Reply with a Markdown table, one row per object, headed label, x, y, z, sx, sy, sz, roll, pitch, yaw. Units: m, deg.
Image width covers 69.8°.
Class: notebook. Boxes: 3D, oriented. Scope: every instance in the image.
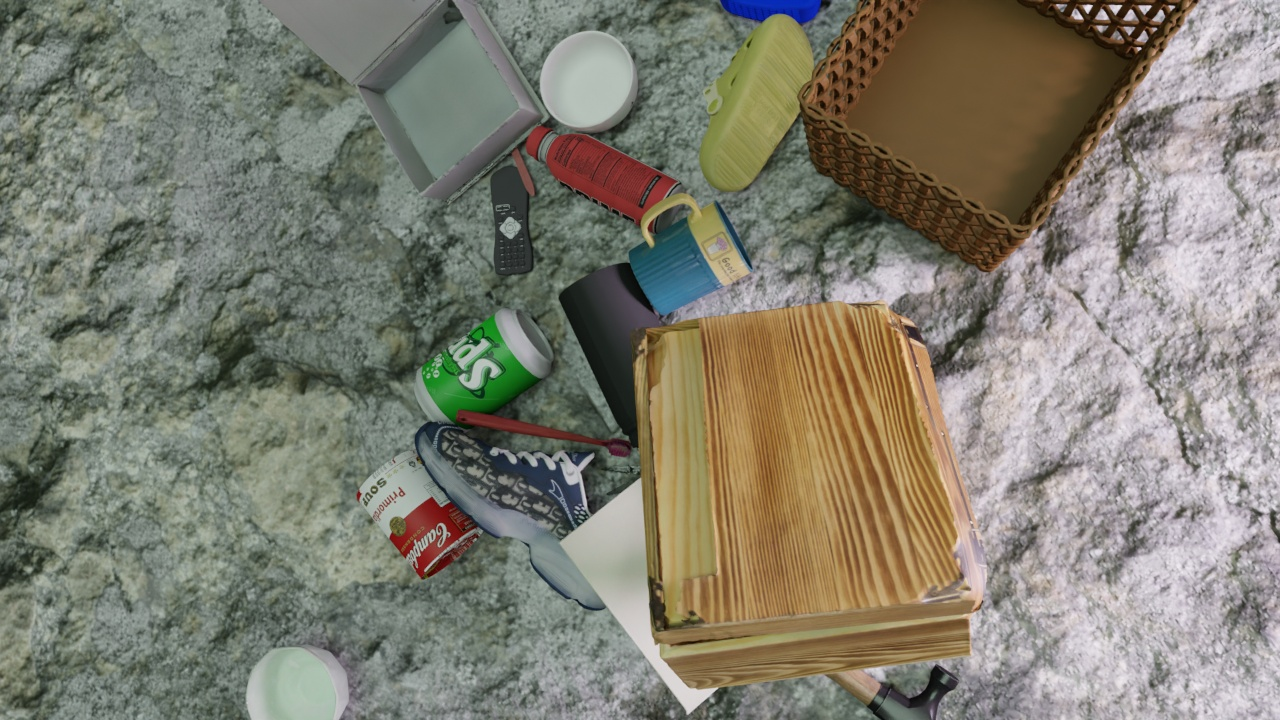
| label | x | y | z | sx | sy | sz | roll | pitch | yaw |
| --- | --- | --- | --- | --- | --- | --- | --- | --- | --- |
| notebook | 0.040 | 0.219 | 0.922 | 0.153 | 0.012 | 0.208 | -37 | 81 | -12 |

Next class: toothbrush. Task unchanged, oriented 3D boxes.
| label | x | y | z | sx | sy | sz | roll | pitch | yaw |
| --- | --- | --- | --- | --- | --- | --- | --- | --- | --- |
| toothbrush | -0.102 | 0.078 | 0.978 | 0.190 | 0.016 | 0.016 | 12 | 112 | -10 |
| toothbrush | -0.154 | -0.268 | 1.037 | 0.015 | 0.015 | 0.184 | -24 | 81 | 12 |

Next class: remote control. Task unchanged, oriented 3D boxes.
| label | x | y | z | sx | sy | sz | roll | pitch | yaw |
| --- | --- | --- | --- | --- | --- | --- | --- | --- | --- |
| remote control | -0.147 | -0.159 | 1.038 | 0.046 | 0.009 | 0.124 | -4 | 87 | 14 |

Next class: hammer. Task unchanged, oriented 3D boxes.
| label | x | y | z | sx | sy | sz | roll | pitch | yaw |
| --- | --- | --- | --- | --- | --- | --- | --- | --- | --- |
| hammer | 0.154 | 0.289 | 0.939 | 0.305 | 0.040 | 0.132 | 34 | 93 | 13 |

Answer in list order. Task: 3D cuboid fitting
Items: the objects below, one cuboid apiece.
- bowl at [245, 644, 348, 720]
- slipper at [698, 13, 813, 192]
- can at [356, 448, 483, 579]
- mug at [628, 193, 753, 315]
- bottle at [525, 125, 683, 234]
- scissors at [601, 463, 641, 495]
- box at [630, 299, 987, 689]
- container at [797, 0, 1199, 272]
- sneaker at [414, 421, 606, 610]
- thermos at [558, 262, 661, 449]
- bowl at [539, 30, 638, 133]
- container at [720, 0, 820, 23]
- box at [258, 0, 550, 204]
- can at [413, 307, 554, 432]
| label | x | y | z | sx | sy | sz | roll | pitch | yaw |
| --- | --- | --- | --- | --- | --- | --- | --- | --- | --- |
| bowl | -0.384 | 0.379 | 1.053 | 0.117 | 0.061 | 0.117 | 0 | 89 | 13 |
| slipper | 0.109 | -0.263 | 0.951 | 0.082 | 0.091 | 0.190 | 21 | 82 | 53 |
| can | -0.243 | 0.169 | 1.012 | 0.087 | 0.086 | 0.116 | -44 | 80 | 9 |
| mug | 0.044 | -0.115 | 0.943 | 0.107 | 0.083 | 0.113 | -26 | 125 | 15 |
| bottle | -0.043 | -0.201 | 0.987 | 0.176 | 0.062 | 0.062 | 29 | 95 | 13 |
| scissors | 0.046 | 0.123 | 0.980 | 0.154 | 0.012 | 0.163 | 44 | 97 | 12 |
| box | 0.130 | 0.102 | 0.750 | 0.245 | 0.168 | 0.278 | -10 | 52 | 10 |
| container | 0.306 | -0.251 | 0.825 | 0.219 | 0.214 | 0.252 | 35 | 96 | 12 |
| sneaker | -0.108 | 0.135 | 0.968 | 0.269 | 0.103 | 0.132 | 40 | 84 | -4 |
| thermos | -0.006 | 0.006 | 0.959 | 0.086 | 0.086 | 0.198 | -27 | 82 | 11 |
| bowl | -0.051 | -0.298 | 0.997 | 0.105 | 0.054 | 0.105 | -1 | 88 | 16 |
| container | 0.137 | -0.402 | 0.951 | 0.114 | 0.058 | 0.096 | 13 | 91 | 14 |
| box | -0.307 | -0.405 | 0.989 | 0.167 | 0.119 | 0.478 | -35 | 103 | 20 |
| can | -0.170 | 0.011 | 0.999 | 0.140 | 0.087 | 0.088 | -35 | 81 | 10 |
